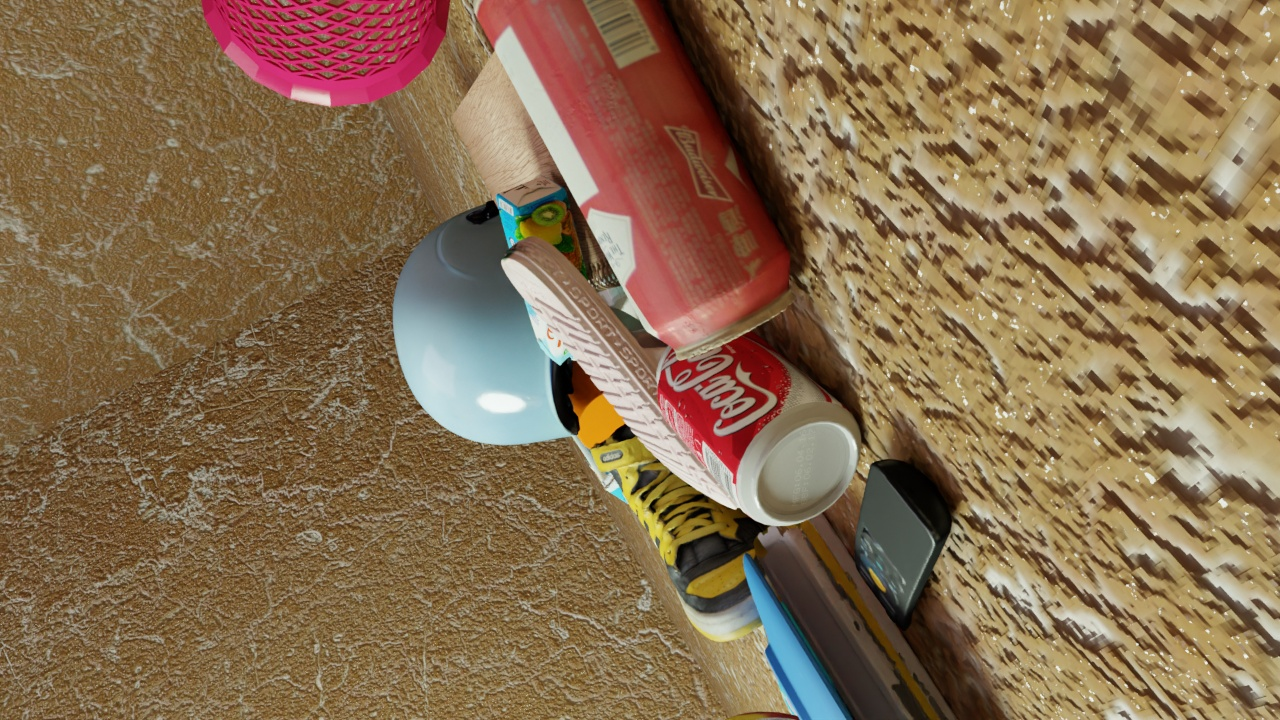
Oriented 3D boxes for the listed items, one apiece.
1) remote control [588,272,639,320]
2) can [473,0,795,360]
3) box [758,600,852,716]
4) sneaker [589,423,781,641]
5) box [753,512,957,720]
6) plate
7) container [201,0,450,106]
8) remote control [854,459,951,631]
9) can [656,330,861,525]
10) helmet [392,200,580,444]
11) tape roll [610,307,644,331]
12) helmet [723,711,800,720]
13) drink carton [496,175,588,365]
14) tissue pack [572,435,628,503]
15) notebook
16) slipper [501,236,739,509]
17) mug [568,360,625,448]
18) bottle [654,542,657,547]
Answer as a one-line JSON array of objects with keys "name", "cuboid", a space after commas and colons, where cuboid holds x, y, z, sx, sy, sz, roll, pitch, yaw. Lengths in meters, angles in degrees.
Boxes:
[{"name": "remote control", "cuboid": [-0.023, -0.044, 0.749, 0.060, 0.025, 0.139, 57, 170, 24]}, {"name": "can", "cuboid": [0.000, -0.087, 0.368, 0.170, 0.067, 0.067, 61, 171, -5]}, {"name": "box", "cuboid": [0.129, 0.252, 0.818, 0.182, 0.039, 0.227, 54, 169, 39]}, {"name": "sneaker", "cuboid": [0.032, 0.111, 0.720, 0.122, 0.086, 0.238, 60, 175, -19]}, {"name": "box", "cuboid": [0.142, 0.178, 0.530, 0.209, 0.044, 0.066, 58, 158, 16]}, {"name": "plate", "cuboid": [0.112, 0.214, 0.528, 0.224, 0.024, 0.224, 58, 179, 1]}, {"name": "container", "cuboid": [-0.212, -0.298, 0.602, 0.183, 0.183, 0.226, 61, 164, -2]}, {"name": "remote control", "cuboid": [0.116, 0.087, 0.415, 0.041, 0.020, 0.152, 55, 170, 29]}, {"name": "can", "cuboid": [0.052, 0.026, 0.436, 0.105, 0.064, 0.064, 48, 164, 55]}, {"name": "helmet", "cuboid": [-0.150, -0.040, 0.882, 0.265, 0.167, 0.226, -105, 10, -51]}, {"name": "tape roll", "cuboid": [-0.004, 0.004, 0.696, 0.094, 0.030, 0.094, 40, 163, 14]}, {"name": "helmet", "cuboid": [0.130, 0.388, 0.678, 0.271, 0.197, 0.225, 43, 165, 6]}, {"name": "drink carton", "cuboid": [-0.059, -0.058, 0.619, 0.038, 0.044, 0.129, 39, 149, 48]}, {"name": "tissue pack", "cuboid": [-0.022, 0.110, 1.039, 0.093, 0.062, 0.144, 42, -176, -41]}, {"name": "notebook", "cuboid": [-0.067, -0.124, 0.646, 0.169, 0.022, 0.211, 64, 160, -9]}, {"name": "slipper", "cuboid": [0.010, 0.004, 0.592, 0.239, 0.064, 0.094, 50, 166, -24]}, {"name": "mug", "cuboid": [-0.035, 0.046, 0.980, 0.112, 0.078, 0.096, 32, -169, -38]}, {"name": "bottle", "cuboid": [0.040, 0.169, 0.941, 0.109, 0.063, 0.063, 54, 169, 35]}]
